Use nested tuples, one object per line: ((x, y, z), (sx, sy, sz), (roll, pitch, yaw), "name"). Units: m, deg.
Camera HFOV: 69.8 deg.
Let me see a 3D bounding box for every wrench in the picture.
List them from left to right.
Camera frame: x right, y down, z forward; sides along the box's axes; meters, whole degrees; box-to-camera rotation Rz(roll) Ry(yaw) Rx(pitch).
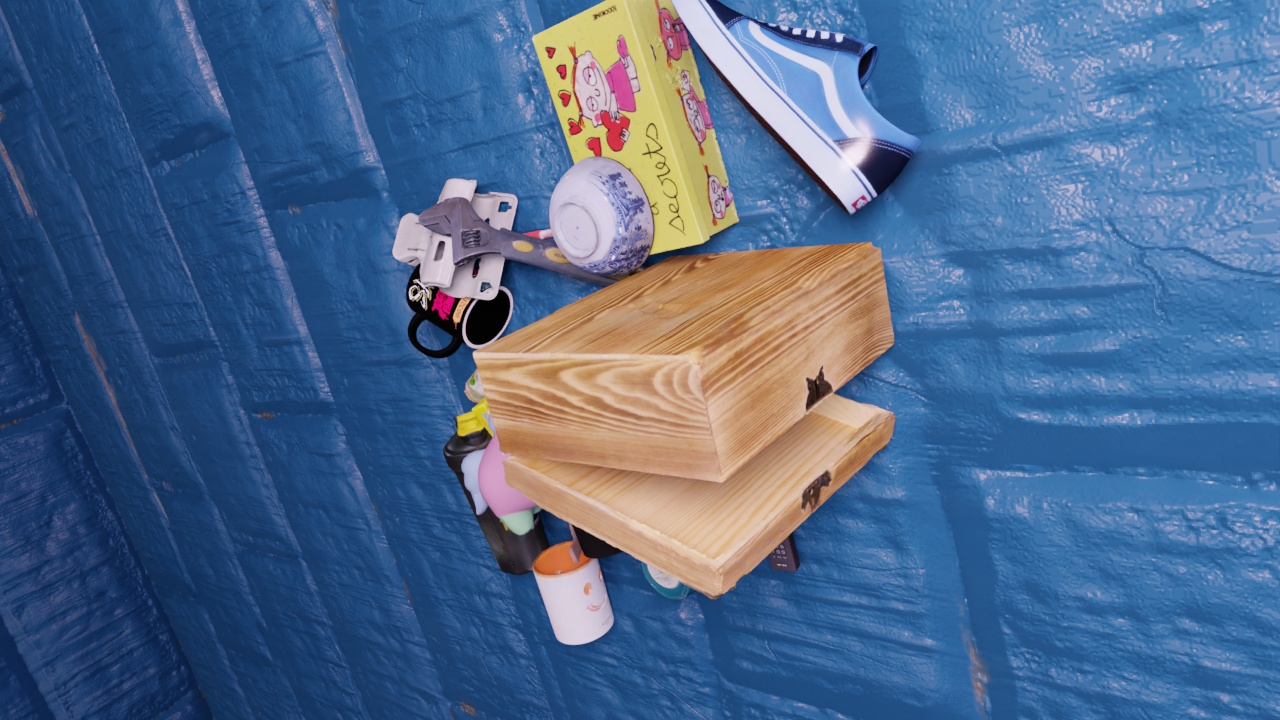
((-0.110, -0.115, 0.962), (0.273, 0.022, 0.073), (15, 82, 13), "wrench")

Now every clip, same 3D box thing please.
((-0.221, -0.139, 1.024), (0.152, 0.101, 0.126), (10, 80, 17), "clip")

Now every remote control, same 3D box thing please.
((0.136, 0.155, 0.951), (0.032, 0.015, 0.136), (-4, 107, 43), "remote control")

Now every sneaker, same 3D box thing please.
((0.127, -0.231, 0.730), (0.098, 0.083, 0.241), (-42, 73, 11), "sneaker")

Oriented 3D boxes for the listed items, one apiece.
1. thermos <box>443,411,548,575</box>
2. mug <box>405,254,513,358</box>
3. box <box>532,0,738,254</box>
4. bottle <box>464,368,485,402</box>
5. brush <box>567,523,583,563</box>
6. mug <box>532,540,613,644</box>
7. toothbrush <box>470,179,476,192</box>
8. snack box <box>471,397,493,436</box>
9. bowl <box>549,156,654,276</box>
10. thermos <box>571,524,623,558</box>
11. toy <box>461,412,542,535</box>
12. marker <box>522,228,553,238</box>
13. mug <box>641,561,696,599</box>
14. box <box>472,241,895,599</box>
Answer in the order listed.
((-0.185, 0.170, 1.198), (0.098, 0.097, 0.221), (2, 119, 41), "thermos")
((-0.226, -0.058, 1.092), (0.098, 0.118, 0.082), (30, 168, 27), "mug")
((-0.002, -0.208, 0.836), (0.125, 0.079, 0.221), (-3, 109, 42), "box")
((-0.182, 0.014, 1.142), (0.043, 0.043, 0.111), (53, 137, 7), "bottle")
((-0.078, 0.219, 1.108), (0.015, 0.135, 0.050), (-26, 94, 4), "brush")
((-0.085, 0.297, 1.177), (0.082, 0.082, 0.105), (2, 114, 41), "mug")
((-0.226, -0.162, 1.104), (0.022, 0.015, 0.155), (48, 135, 9), "toothbrush")
((-0.146, 0.103, 1.135), (0.029, 0.040, 0.148), (-20, 111, 46), "snack box")
((-0.045, -0.124, 0.836), (0.114, 0.045, 0.114), (21, 126, 32), "bowl")
((-0.061, 0.119, 1.057), (0.086, 0.085, 0.198), (-10, 105, 44), "thermos")
((-0.116, 0.086, 0.962), (0.223, 0.119, 0.171), (-24, 108, 26), "toy")
((-0.099, -0.139, 1.006), (0.142, 0.012, 0.013), (-4, 109, 43), "marker")
((0.058, 0.191, 0.977), (0.084, 0.104, 0.112), (35, 132, 23), "mug")
((0.042, 0.029, 0.781), (0.252, 0.278, 0.192), (4, 116, 41), "box")
